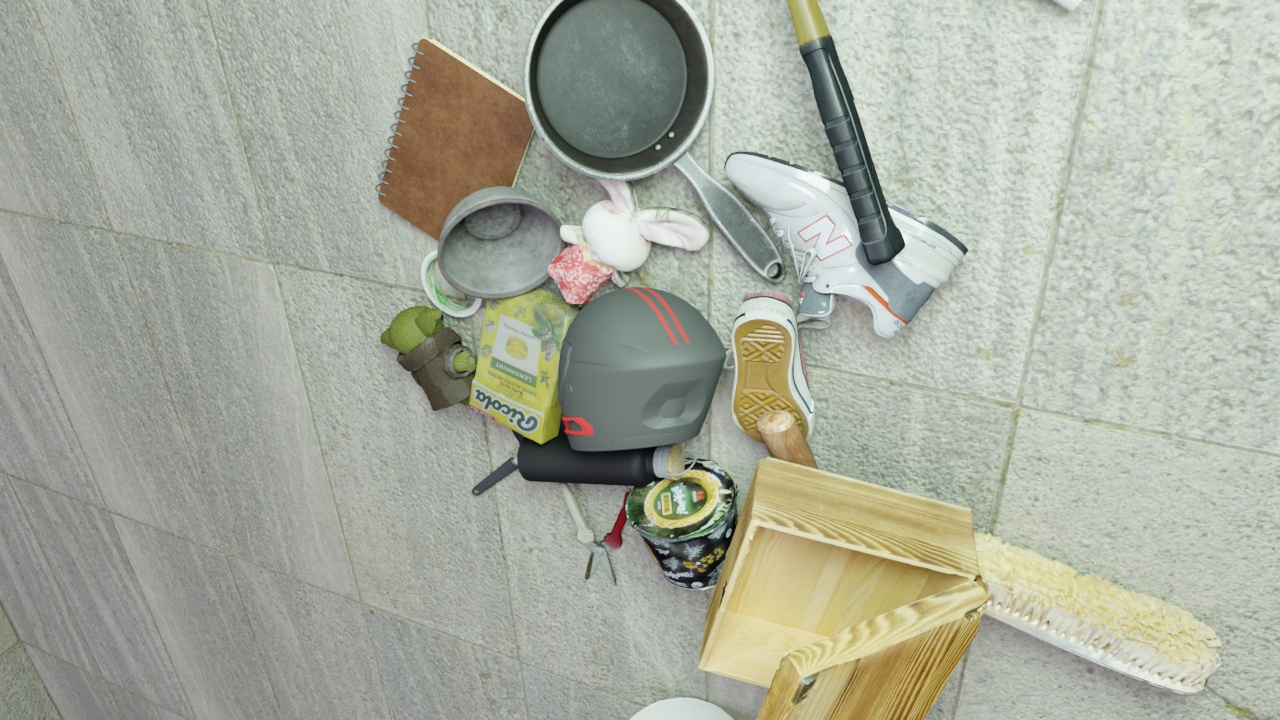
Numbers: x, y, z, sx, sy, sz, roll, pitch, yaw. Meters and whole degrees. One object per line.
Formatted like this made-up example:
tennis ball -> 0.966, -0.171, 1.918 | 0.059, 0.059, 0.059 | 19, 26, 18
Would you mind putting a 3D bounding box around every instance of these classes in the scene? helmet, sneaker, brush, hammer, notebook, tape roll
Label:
helmet -> -0.006, 0.006, 0.999 | 0.265, 0.164, 0.170 | 176, 87, -66
sneaker -> 0.142, 0.002, 0.977 | 0.118, 0.087, 0.241 | 2, 141, 14
brush -> 0.456, 0.261, 0.961 | 0.271, 0.083, 0.057 | 21, 127, 17
hammer -> 0.155, -0.240, 0.768 | 0.025, 0.117, 0.333 | -14, 102, 35
hammer -> 0.190, 0.169, 1.036 | 0.158, 0.037, 0.301 | -4, 130, 30
notebook -> -0.218, -0.239, 1.065 | 0.167, 0.024, 0.226 | 34, 129, 5
tape roll -> -0.235, -0.100, 1.163 | 0.094, 0.018, 0.094 | 14, 124, 22
sneaker -> 0.172, -0.102, 0.866 | 0.240, 0.088, 0.124 | 24, 96, 11

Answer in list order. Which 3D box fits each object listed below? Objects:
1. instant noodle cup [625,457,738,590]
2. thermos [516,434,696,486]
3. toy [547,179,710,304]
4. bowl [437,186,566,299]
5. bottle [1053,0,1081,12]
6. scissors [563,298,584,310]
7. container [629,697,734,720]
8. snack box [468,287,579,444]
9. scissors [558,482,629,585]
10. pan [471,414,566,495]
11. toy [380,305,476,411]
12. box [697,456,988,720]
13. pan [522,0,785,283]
instant noodle cup -> 0.062, 0.204, 1.121 | 0.137, 0.136, 0.112 | 3, 130, 27
thermos -> -0.040, 0.123, 1.131 | 0.232, 0.061, 0.061 | -1, 117, 27
toy -> -0.033, -0.129, 0.993 | 0.159, 0.084, 0.195 | 36, 132, -10
bowl -> -0.162, -0.144, 1.042 | 0.145, 0.067, 0.145 | -12, 140, -11
bottle -> 0.264, -0.338, 0.721 | 0.195, 0.052, 0.053 | 36, 129, 4
scissors -> -0.108, -0.042, 1.132 | 0.158, 0.012, 0.169 | 11, 123, 23
container -> 0.064, 0.626, 1.332 | 0.189, 0.188, 0.187 | 8, 120, 25
snack box -> -0.144, -0.001, 1.121 | 0.121, 0.045, 0.181 | 24, 116, 24
scissors -> -0.059, 0.233, 1.265 | 0.179, 0.015, 0.195 | 42, 126, -14
pan -> -0.139, 0.117, 1.235 | 0.199, 0.021, 0.358 | 46, 131, -8
toy -> -0.265, -0.003, 1.200 | 0.180, 0.078, 0.153 | -15, 111, 51
box -> 0.210, 0.308, 0.943 | 0.269, 0.262, 0.280 | 13, 128, 2
pan -> 0.032, -0.209, 0.902 | 0.187, 0.055, 0.357 | -43, 116, 0
